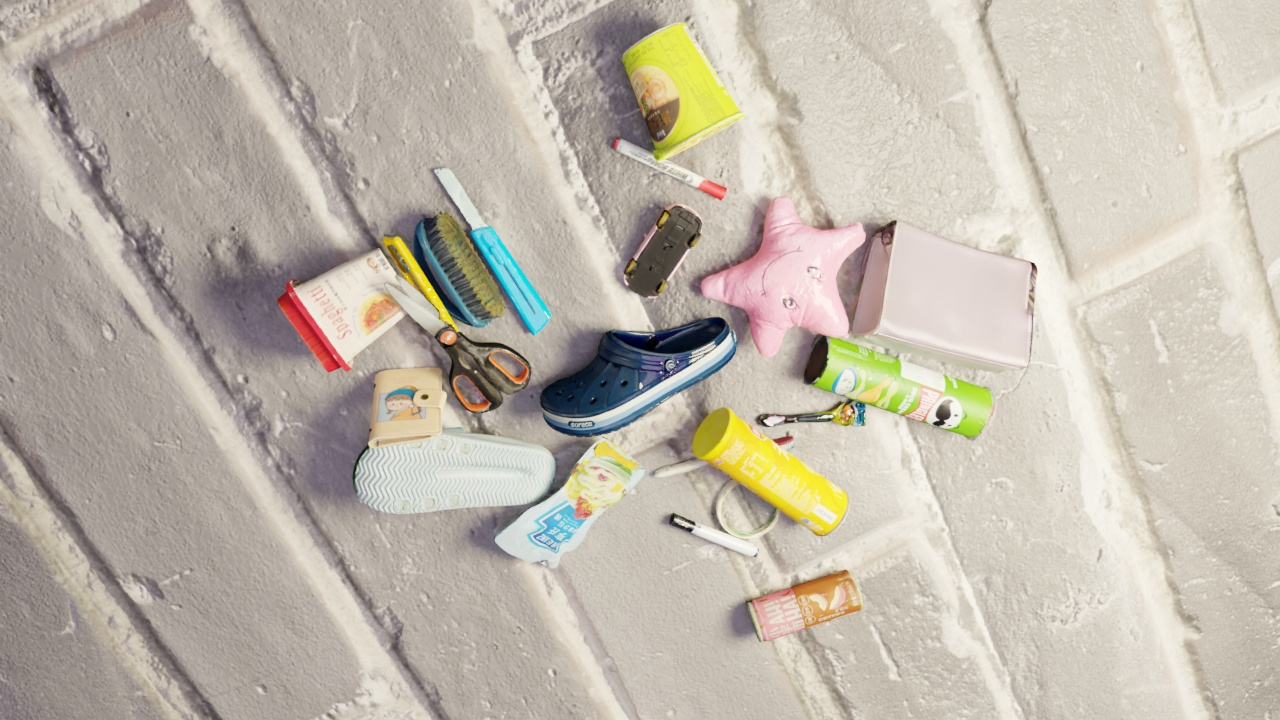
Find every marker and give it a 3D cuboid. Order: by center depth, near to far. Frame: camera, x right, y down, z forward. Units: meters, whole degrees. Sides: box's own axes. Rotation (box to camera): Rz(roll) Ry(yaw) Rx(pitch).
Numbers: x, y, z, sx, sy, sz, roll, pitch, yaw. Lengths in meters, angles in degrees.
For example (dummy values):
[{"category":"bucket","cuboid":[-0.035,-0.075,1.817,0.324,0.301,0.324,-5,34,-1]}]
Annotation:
[{"category":"marker","cuboid":[0.035,-0.226,1.084,0.145,0.017,0.017,23,101,-12]},{"category":"marker","cuboid":[0.098,0.230,1.210,0.130,0.022,0.018,23,112,-14]}]

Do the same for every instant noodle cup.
[{"category":"instant noodle cup","cuboid":[0.040,-0.303,1.025,0.112,0.111,0.123,-27,97,1]},{"category":"instant noodle cup","cuboid":[-0.329,-0.063,1.046,0.124,0.117,0.116,-34,106,-10]}]

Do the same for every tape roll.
[{"category":"tape roll","cuboid":[0.142,0.193,1.207,0.086,0.014,0.086,-1,104,-6]}]

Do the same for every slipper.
[{"category":"slipper","cuboid":[-0.006,0.006,1.094,0.253,0.105,0.095,-24,113,-2]},{"category":"slipper","cuboid":[-0.225,0.128,1.125,0.245,0.074,0.104,4,104,-24]}]

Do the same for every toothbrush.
[{"category":"toothbrush","cuboid":[0.109,0.127,1.186,0.187,0.016,0.017,-14,115,-3]}]

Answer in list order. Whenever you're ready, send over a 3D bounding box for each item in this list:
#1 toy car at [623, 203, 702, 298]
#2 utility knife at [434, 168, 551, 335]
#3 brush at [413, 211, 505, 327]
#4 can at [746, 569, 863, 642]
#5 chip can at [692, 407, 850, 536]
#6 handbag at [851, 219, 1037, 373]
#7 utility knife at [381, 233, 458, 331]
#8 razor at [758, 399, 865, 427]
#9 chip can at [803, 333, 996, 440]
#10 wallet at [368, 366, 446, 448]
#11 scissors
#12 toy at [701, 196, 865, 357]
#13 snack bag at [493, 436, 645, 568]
[{"category":"toy car","cuboid":[0.027,-0.132,1.100,0.056,0.037,0.123,32,112,-10]},{"category":"utility knife","cuboid":[-0.175,-0.131,1.088,0.034,0.018,0.225,-31,104,3]},{"category":"brush","cuboid":[-0.220,-0.100,1.074,0.074,0.055,0.144,-23,107,25]},{"category":"can","cuboid":[0.220,0.328,1.228,0.147,0.058,0.058,-18,106,-1]},{"category":"chip can","cuboid":[0.166,0.142,1.152,0.213,0.072,0.072,34,99,-21]},{"category":"handbag","cuboid":[0.371,-0.074,1.118,0.197,0.098,0.145,14,87,-8]},{"category":"utility knife","cuboid":[-0.255,-0.080,1.068,0.033,0.015,0.156,-15,111,43]},{"category":"razor","cuboid":[0.223,0.072,1.180,0.142,0.022,0.043,-4,103,-4]},{"category":"chip can","cuboid":[0.325,0.032,1.155,0.236,0.072,0.072,18,102,-10]},{"category":"wallet","cuboid":[-0.272,0.053,1.079,0.087,0.115,0.024,-8,131,-3]},{"category":"scissors","cuboid":[-0.226,-0.010,1.065,0.234,0.021,0.153,23,114,-35]},{"category":"toy","cuboid":[0.191,-0.096,1.102,0.178,0.074,0.195,43,99,0]},{"category":"snack bag","cuboid":[-0.086,0.184,1.159,0.191,0.039,0.110,-46,139,5]}]
